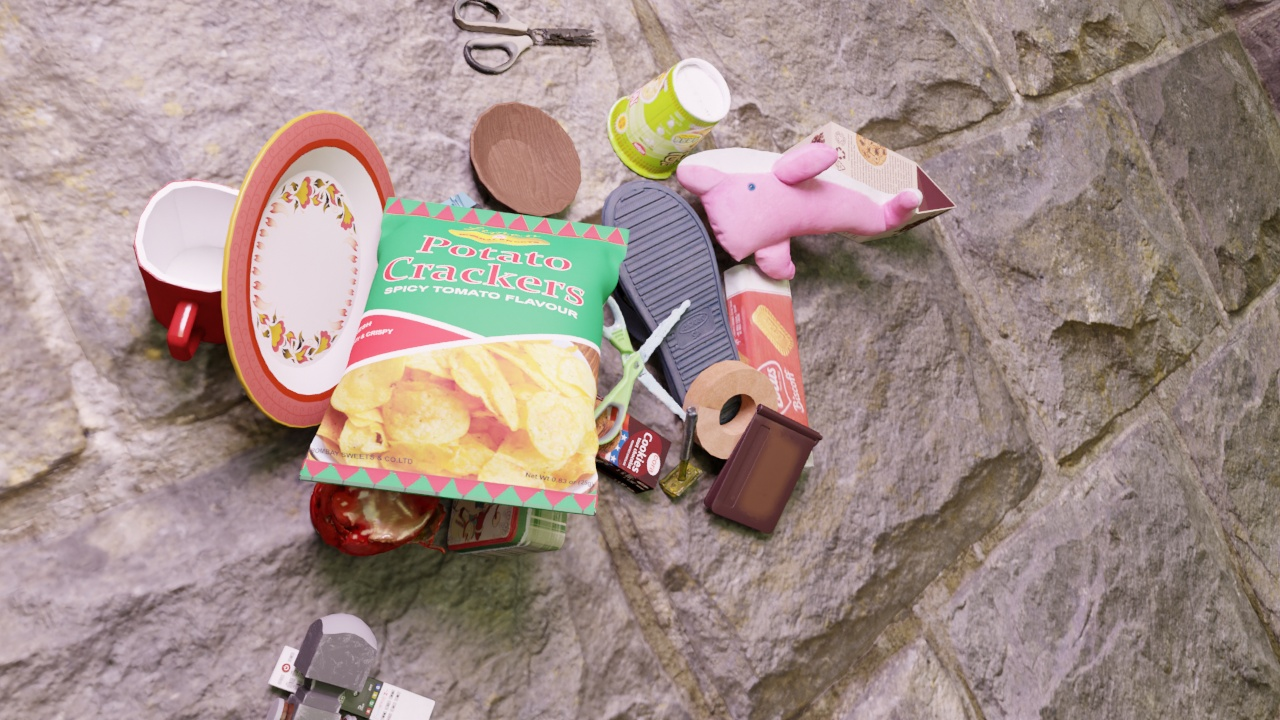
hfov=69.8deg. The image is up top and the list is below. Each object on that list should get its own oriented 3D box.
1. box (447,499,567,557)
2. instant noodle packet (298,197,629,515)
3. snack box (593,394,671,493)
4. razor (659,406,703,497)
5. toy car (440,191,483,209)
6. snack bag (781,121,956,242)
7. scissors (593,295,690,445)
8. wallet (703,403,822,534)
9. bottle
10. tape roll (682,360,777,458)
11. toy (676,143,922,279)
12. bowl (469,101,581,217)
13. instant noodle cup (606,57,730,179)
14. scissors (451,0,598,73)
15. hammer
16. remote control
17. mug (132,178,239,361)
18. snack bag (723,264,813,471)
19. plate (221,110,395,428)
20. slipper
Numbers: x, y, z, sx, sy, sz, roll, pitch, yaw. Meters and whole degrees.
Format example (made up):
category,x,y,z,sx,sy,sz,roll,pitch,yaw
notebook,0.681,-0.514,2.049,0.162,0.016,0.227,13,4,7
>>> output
category,x,y,z,sx,sy,sz,roll,pitch,yaw
box,-0.103,0.058,0.759,0.050,0.118,0.205,23,65,-37
instant noodle packet,-0.117,-0.014,0.672,0.195,0.090,0.252,7,56,-2
snack box,-0.041,0.066,0.849,0.141,0.032,0.050,34,59,-21
razor,0.043,0.082,0.865,0.026,0.106,0.042,34,51,26
toy car,-0.154,-0.094,0.828,0.060,0.028,0.108,-40,108,-36
snack bag,0.273,-0.199,1.104,0.206,0.095,0.069,16,67,-29
scissors,-0.005,0.004,0.836,0.172,0.021,0.171,44,68,-20
wallet,0.125,0.110,0.915,0.091,0.018,0.115,26,94,-31
bottle,-0.192,0.105,0.687,0.098,0.111,0.098,11,69,-30
tape roll,0.088,0.048,0.901,0.093,0.027,0.094,-9,112,-25
toy,0.160,-0.151,0.970,0.265,0.187,0.128,5,87,-17
bowl,-0.114,-0.188,0.881,0.117,0.030,0.117,11,70,-31
instant noodle cup,0.033,-0.256,0.954,0.098,0.108,0.098,11,69,-30
scissors,-0.118,-0.342,0.937,0.132,0.013,0.169,49,58,-14
hammer,-0.126,0.311,0.700,0.322,0.043,0.155,28,71,-26
remote control,-0.215,0.249,0.688,0.124,0.012,0.028,31,60,-23
mug,-0.314,-0.054,0.655,0.080,0.097,0.116,14,66,-16
snack bag,0.136,0.009,0.982,0.077,0.041,0.225,5,72,-34
plate,-0.239,-0.066,0.673,0.021,0.230,0.229,8,64,11
slipper,0.028,-0.056,0.906,0.101,0.082,0.264,-31,114,-18
